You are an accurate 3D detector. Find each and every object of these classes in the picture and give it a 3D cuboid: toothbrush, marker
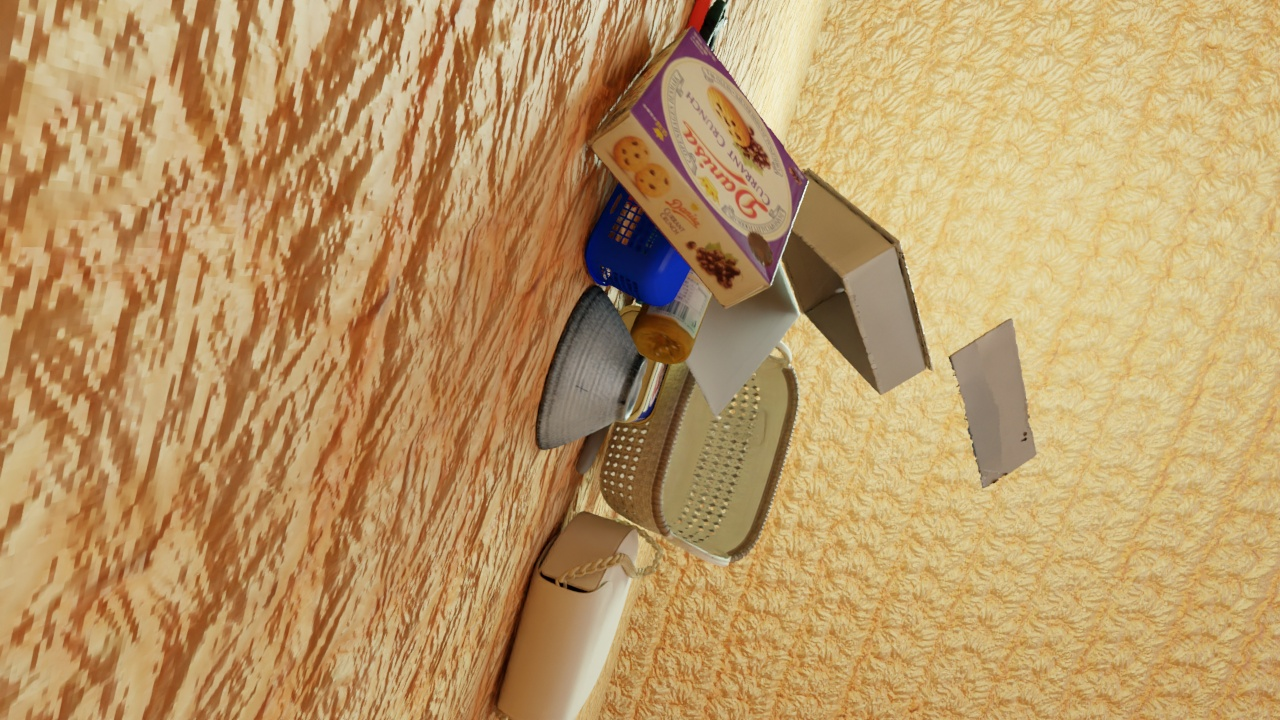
[{"bbox_3d":[0.028,-0.222,0.745,0.018,0.012,0.212,74,35,-83],"label":"toothbrush"},{"bbox_3d":[-0.036,0.066,0.948,0.016,0.022,0.138,106,5,-47],"label":"marker"}]

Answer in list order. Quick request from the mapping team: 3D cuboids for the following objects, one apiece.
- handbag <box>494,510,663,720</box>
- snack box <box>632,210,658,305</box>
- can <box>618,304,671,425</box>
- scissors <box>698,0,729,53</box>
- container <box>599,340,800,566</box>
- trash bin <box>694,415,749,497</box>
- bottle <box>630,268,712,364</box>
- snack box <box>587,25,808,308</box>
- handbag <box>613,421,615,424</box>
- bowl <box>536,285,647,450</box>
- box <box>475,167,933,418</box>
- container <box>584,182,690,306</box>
[{"bbox_3d":[-0.062,0.269,0.952,0.208,0.103,0.211,-21,127,-76],"label":"handbag"},{"bbox_3d":[0.021,-0.111,0.884,0.151,0.034,0.087,81,29,-75],"label":"snack box"},{"bbox_3d":[-0.005,0.005,0.895,0.092,0.056,0.116,19,90,-82],"label":"can"},{"bbox_3d":[0.054,-0.255,0.759,0.202,0.015,0.202,-66,176,-73],"label":"scissors"},{"bbox_3d":[0.064,0.087,1.003,0.184,0.143,0.246,32,72,-40],"label":"container"},{"bbox_3d":[0.106,0.158,1.508,0.151,0.210,0.151,21,88,-82],"label":"trash bin"},{"bbox_3d":[0.045,-0.084,0.791,0.053,0.053,0.185,97,13,-58],"label":"bottle"},{"bbox_3d":[0.046,-0.133,0.621,0.041,0.143,0.147,-27,-155,37],"label":"snack box"},{"bbox_3d":[0.008,0.082,1.142,0.176,0.074,0.151,56,53,-69],"label":"handbag"},{"bbox_3d":[-0.030,0.014,0.723,0.137,0.057,0.137,20,88,-83],"label":"bowl"},{"bbox_3d":[0.053,-0.038,0.914,0.173,0.423,0.167,-86,154,-46],"label":"box"},{"bbox_3d":[0.010,-0.091,0.689,0.096,0.058,0.114,-62,170,-4],"label":"container"}]
